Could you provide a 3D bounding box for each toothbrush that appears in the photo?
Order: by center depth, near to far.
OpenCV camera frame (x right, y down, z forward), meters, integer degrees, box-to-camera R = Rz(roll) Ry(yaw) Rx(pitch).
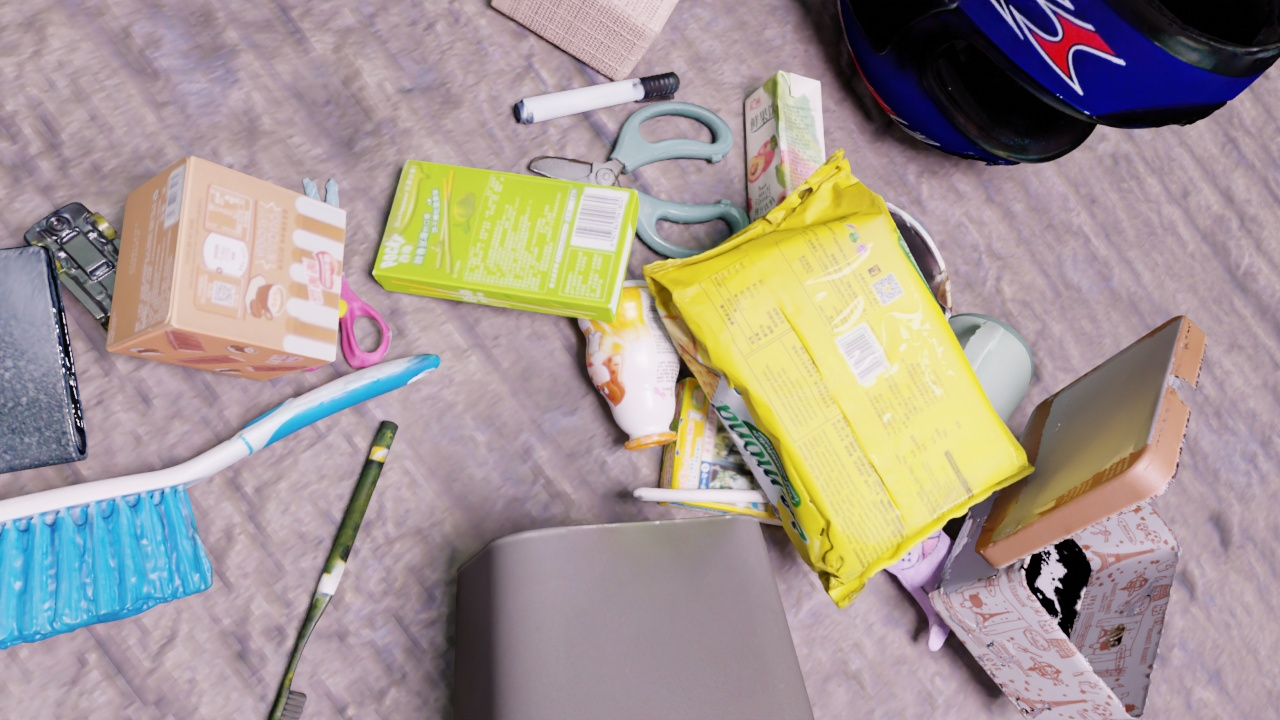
[{"bbox_3d":[-0.177,0.123,0.542,0.017,0.012,0.185,23,69,-20],"label":"toothbrush"},{"bbox_3d":[0.080,0.094,0.607,0.180,0.016,0.016,6,81,-19],"label":"toothbrush"}]

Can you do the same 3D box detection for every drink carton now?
[{"bbox_3d":[0.112,-0.151,0.695,0.045,0.054,0.122,6,74,-23],"label":"drink carton"}]

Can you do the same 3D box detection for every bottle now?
[{"bbox_3d":[-0.004,0.004,0.607,0.063,0.063,0.108,-8,79,-22],"label":"bottle"}]

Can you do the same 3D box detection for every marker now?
[{"bbox_3d":[-0.030,-0.191,0.673,0.130,0.018,0.023,-19,122,-22],"label":"marker"}]

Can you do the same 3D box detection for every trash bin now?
[{"bbox_3d":[-0.006,0.207,0.493,0.198,0.199,0.219,1,69,-21],"label":"trash bin"}]

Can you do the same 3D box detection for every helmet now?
[{"bbox_3d":[0.278,-0.265,0.678,0.246,0.241,0.315,-12,70,-23],"label":"helmet"}]

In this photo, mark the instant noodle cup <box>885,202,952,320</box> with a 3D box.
[{"bbox_3d":[0.138,-0.040,0.654,0.120,0.111,0.111,-26,86,-18],"label":"instant noodle cup"}]

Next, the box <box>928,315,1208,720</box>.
[{"bbox_3d":[0.316,0.117,0.607,0.158,0.218,0.180,43,47,3],"label":"box"}]

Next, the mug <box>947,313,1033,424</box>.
[{"bbox_3d":[0.233,0.015,0.667,0.082,0.112,0.106,33,62,22],"label":"mug"}]

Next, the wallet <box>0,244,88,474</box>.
[{"bbox_3d":[-0.355,0.003,0.485,0.097,0.019,0.121,-9,91,-12],"label":"wallet"}]

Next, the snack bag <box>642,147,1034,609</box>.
[{"bbox_3d":[0.127,0.010,0.571,0.158,0.068,0.246,-31,94,-4],"label":"snack bag"}]

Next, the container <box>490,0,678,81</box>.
[{"bbox_3d":[-0.031,-0.273,0.656,0.111,0.090,0.090,31,68,-13],"label":"container"}]

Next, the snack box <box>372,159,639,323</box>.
[{"bbox_3d":[-0.085,-0.077,0.588,0.156,0.026,0.085,8,71,7],"label":"snack box"}]

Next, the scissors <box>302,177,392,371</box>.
[{"bbox_3d":[-0.205,-0.056,0.578,0.072,0.017,0.137,-15,77,-13],"label":"scissors"}]

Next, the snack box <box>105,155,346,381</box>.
[{"bbox_3d":[-0.228,-0.046,0.512,0.094,0.077,0.092,17,67,-49],"label":"snack box"}]

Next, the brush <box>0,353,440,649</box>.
[{"bbox_3d":[-0.251,0.076,0.507,0.313,0.061,0.109,-13,77,-25],"label":"brush"}]

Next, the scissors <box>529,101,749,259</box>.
[{"bbox_3d":[0.001,-0.146,0.674,0.179,0.019,0.161,12,73,-16],"label":"scissors"}]

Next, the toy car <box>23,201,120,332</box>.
[{"bbox_3d":[-0.304,-0.046,0.526,0.042,0.035,0.090,-45,100,-22],"label":"toy car"}]

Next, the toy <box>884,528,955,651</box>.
[{"bbox_3d":[0.200,0.143,0.660,0.083,0.039,0.108,-40,93,-27],"label":"toy"}]

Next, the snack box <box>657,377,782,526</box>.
[{"bbox_3d":[0.085,0.068,0.642,0.140,0.034,0.086,13,72,-18],"label":"snack box"}]
